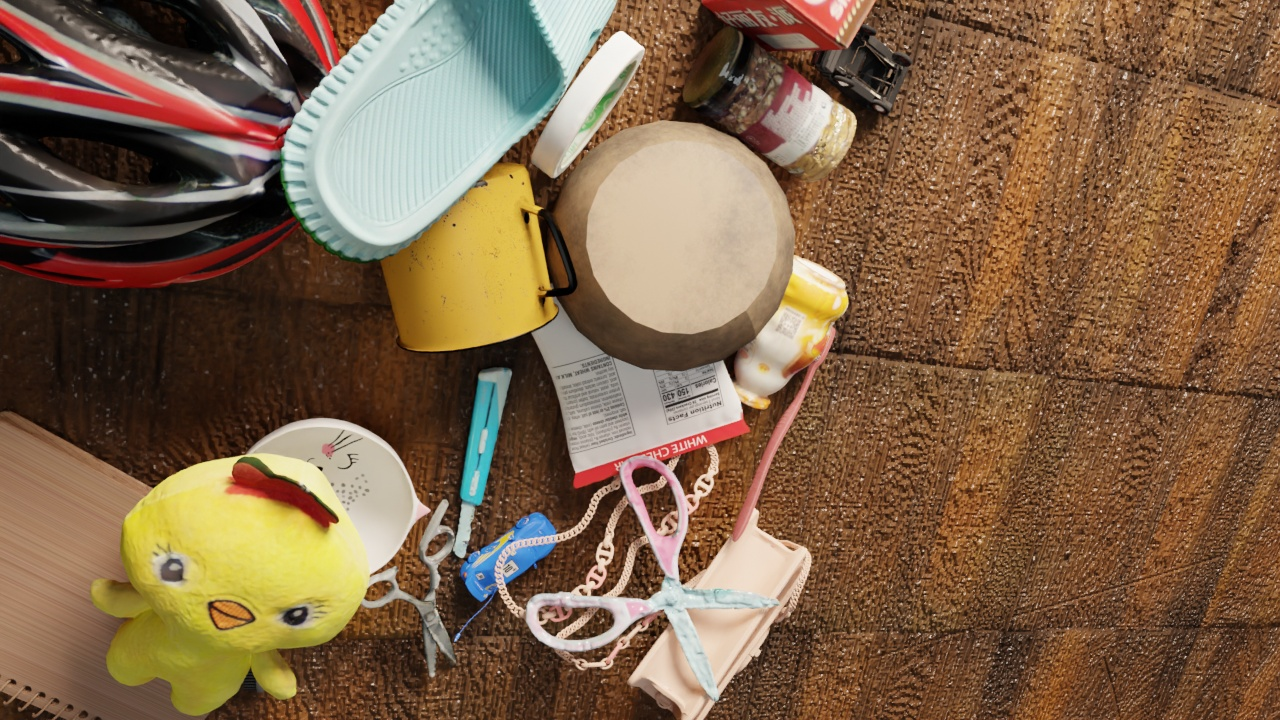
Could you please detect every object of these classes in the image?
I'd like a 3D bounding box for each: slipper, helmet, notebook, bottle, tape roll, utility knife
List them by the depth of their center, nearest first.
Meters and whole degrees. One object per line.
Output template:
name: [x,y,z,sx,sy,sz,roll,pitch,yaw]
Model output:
helmet: [-0.286,-0.146,0.448,0.272,0.167,0.217,17,99,-10]
slipper: [-0.072,-0.163,0.465,0.275,0.069,0.116,-57,141,-18]
tape roll: [-0.032,-0.152,0.550,0.018,0.094,0.094,36,94,-5]
notebook: [-0.352,0.155,0.582,0.210,0.022,0.169,37,95,-22]
bottle: [0.086,-0.166,0.603,0.105,0.056,0.056,27,98,-24]
utility knife: [-0.113,0.074,0.646,0.022,0.015,0.149,7,109,-17]
bottle: [0.100,-0.018,0.656,0.063,0.063,0.109,19,110,-23]

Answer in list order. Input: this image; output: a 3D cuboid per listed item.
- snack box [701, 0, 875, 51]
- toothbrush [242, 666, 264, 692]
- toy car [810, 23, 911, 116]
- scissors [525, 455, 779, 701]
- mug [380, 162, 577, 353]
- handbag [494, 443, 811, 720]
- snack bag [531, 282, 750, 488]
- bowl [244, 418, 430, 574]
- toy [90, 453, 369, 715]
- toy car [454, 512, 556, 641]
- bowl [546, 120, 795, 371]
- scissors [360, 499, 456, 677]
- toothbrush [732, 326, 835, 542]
snack box: [0.137,-0.302,0.543,0.060,0.113,0.236,28,98,-23]
toothbrush: [-0.264,0.154,0.624,0.013,0.013,0.167,3,107,-11]
toy car: [0.146,-0.198,0.617,0.092,0.037,0.040,11,104,-47]
scissors: [0.000,0.156,0.622,0.175,0.013,0.170,-23,80,-3]
mug: [-0.096,-0.066,0.547,0.124,0.100,0.094,0,111,25]
handbag: [0.021,0.151,0.692,0.187,0.117,0.198,36,77,11]
snack bag: [-0.004,0.004,0.636,0.130,0.039,0.144,-18,102,-4]
bowl: [-0.208,0.086,0.598,0.114,0.050,0.115,-6,110,-16]
toy: [-0.237,0.130,0.530,0.134,0.092,0.208,32,105,-19]
toy car: [-0.096,0.155,0.651,0.092,0.062,0.033,-35,115,-4]
bowl: [0.022,-0.073,0.579,0.162,0.070,0.162,0,91,-5]
scissors: [-0.141,0.165,0.642,0.120,0.014,0.160,-46,143,-7]
toothbrush: [0.101,0.047,0.660,0.015,0.015,0.184,38,65,-24]
